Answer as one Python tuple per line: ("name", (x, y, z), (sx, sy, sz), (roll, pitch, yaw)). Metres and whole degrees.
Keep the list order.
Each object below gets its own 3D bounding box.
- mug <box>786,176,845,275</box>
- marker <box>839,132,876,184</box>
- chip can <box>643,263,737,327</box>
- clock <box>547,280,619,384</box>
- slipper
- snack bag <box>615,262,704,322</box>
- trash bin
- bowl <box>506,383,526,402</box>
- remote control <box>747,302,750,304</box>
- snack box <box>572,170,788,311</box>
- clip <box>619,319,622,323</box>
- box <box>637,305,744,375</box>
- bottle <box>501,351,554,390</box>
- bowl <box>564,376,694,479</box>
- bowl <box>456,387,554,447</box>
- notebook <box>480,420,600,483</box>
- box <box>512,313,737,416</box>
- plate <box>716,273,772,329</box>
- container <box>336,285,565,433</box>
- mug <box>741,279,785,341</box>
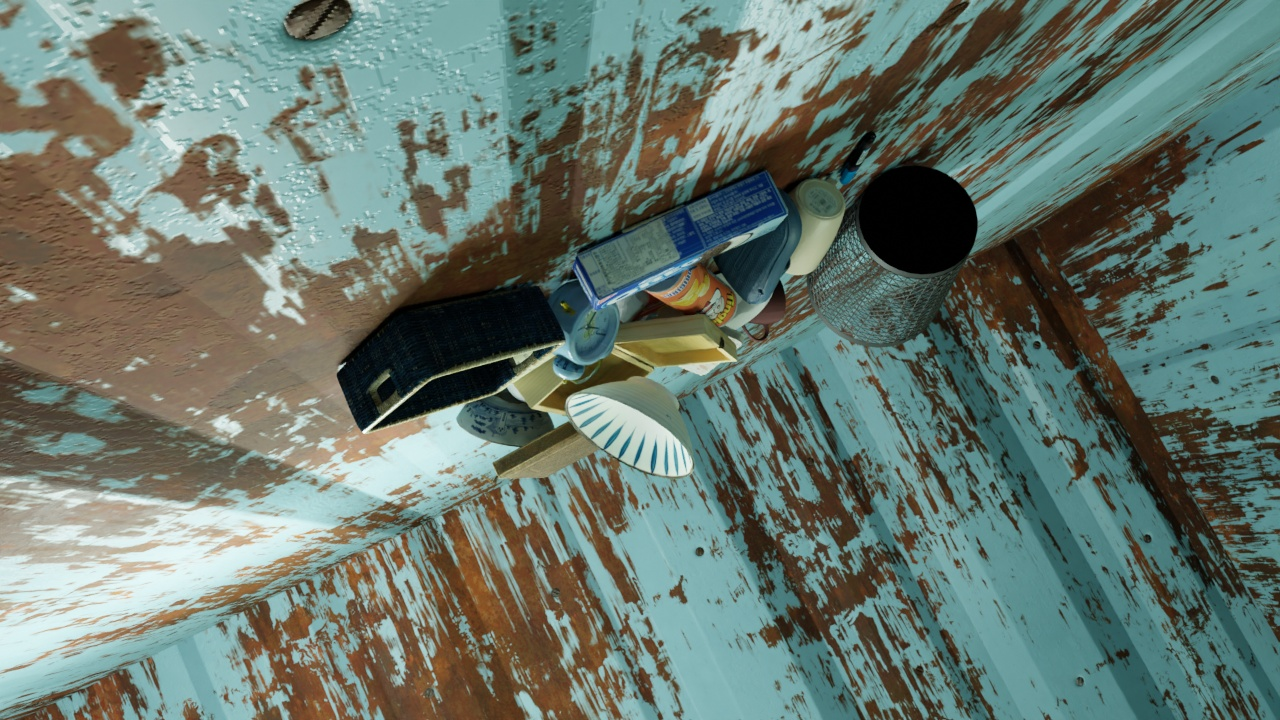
("mug", (0.208, -0.177, 1.128), (0.111, 0.085, 0.105), (-54, 175, -30))
("marker", (0.256, -0.239, 1.085), (0.018, 0.015, 0.123), (-29, 170, -8))
("chip can", (0.058, -0.088, 1.103), (0.062, 0.062, 0.210), (-29, 162, 15))
("clock", (-0.066, -0.030, 1.034), (0.088, 0.052, 0.125), (-36, 138, -36))
("slipper", (0.145, -0.135, 1.092), (0.059, 0.103, 0.214), (-27, 169, -20))
("snack bag", (0.027, -0.091, 1.211), (0.115, 0.036, 0.077), (-23, 171, -27))
("trash bin", (0.376, -0.158, 1.357), (0.217, 0.217, 0.243), (-26, 166, -7))
("bowl", (-0.128, 0.020, 1.325), (0.132, 0.064, 0.132), (-26, 172, -4))
("remote control", (0.161, -0.123, 1.387), (0.039, 0.010, 0.125), (-29, 149, 8))
("snack box", (0.042, -0.126, 0.961), (0.226, 0.059, 0.059), (-25, 176, -11))
("clip", (-0.050, -0.045, 1.322), (0.057, 0.022, 0.035), (-20, 173, -31))
("box", (0.064, -0.033, 1.419), (0.148, 0.042, 0.217), (13, 163, -10))
("bottle", (-0.157, -0.003, 1.105), (0.162, 0.056, 0.056), (-31, 171, 28))
("bowl", (0.000, 0.069, 1.134), (0.070, 0.177, 0.178), (-60, -172, -26))
("bowl", (-0.195, 0.077, 1.373), (0.150, 0.151, 0.057), (-12, 119, -62))
("notebook", (-0.098, 0.111, 1.283), (0.216, 0.034, 0.190), (-29, 166, 16))
("box", (-0.010, 0.001, 1.221), (0.261, 0.096, 0.247), (-17, 169, 12))
("plate", (0.127, -0.094, 1.440), (0.172, 0.019, 0.173), (-18, 149, -11))
("container", (-0.190, -0.004, 0.931), (0.146, 0.071, 0.187), (-33, 170, 40))
("mug", (0.184, -0.086, 1.527), (0.088, 0.114, 0.087), (-9, -176, -18))
